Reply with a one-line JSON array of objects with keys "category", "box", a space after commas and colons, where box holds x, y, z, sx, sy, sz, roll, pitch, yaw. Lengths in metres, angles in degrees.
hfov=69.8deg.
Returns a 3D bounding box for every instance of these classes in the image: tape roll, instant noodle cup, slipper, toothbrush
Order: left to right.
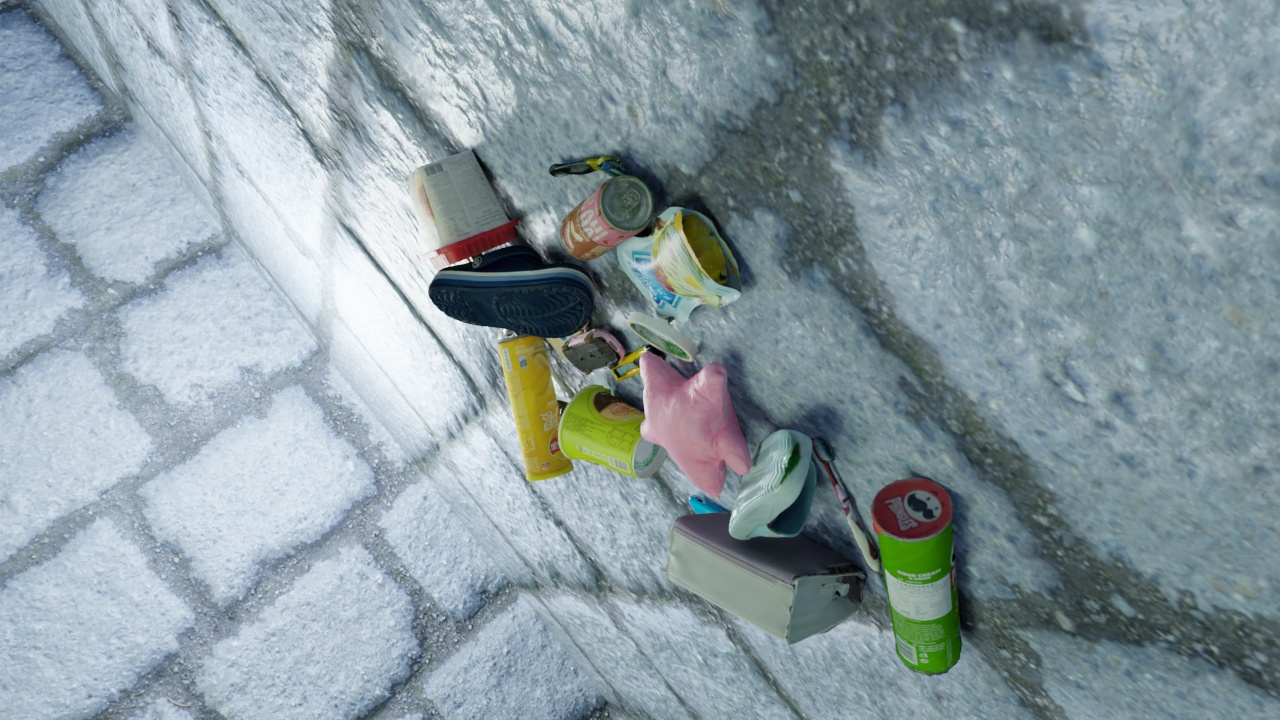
[{"category": "instant noodle cup", "box": [-0.234, -0.193, 1.167, 0.116, 0.116, 0.124, 1, 115, 61]}, {"category": "slipper", "box": [-0.158, -0.093, 1.175, 0.253, 0.095, 0.105, 2, 149, 31]}, {"category": "instant noodle cup", "box": [-0.029, 0.103, 1.244, 0.123, 0.111, 0.112, 21, 144, 35]}, {"category": "tape roll", "box": [0.024, -0.026, 1.017, 0.086, 0.014, 0.086, 30, 171, 5]}, {"category": "slipper", "box": [0.150, 0.134, 0.967, 0.074, 0.104, 0.246, 19, 162, 2]}, {"category": "toothbrush", "box": [0.222, 0.154, 0.970, 0.017, 0.016, 0.187, -1, 125, 49]}]

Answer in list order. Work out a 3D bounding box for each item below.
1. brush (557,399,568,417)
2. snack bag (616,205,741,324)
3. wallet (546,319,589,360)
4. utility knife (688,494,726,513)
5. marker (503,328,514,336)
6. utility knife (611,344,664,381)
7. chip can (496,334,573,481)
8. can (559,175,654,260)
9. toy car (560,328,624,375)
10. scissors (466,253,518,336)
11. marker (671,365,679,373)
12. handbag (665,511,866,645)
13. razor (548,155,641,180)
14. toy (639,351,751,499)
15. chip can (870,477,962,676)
[{"category": "brush", "box": [-0.099, 0.107, 1.393, 0.055, 0.073, 0.144, 14, -175, -40]}, {"category": "snack bag", "box": [0.032, -0.091, 0.922, 0.110, 0.038, 0.191, 48, 161, -9]}, {"category": "wallet", "box": [-0.111, -0.056, 1.245, 0.087, 0.024, 0.115, 45, 154, 8]}, {"category": "utility knife", "box": [0.149, 0.233, 1.215, 0.225, 0.018, 0.034, 23, 144, 45]}, {"category": "marker", "box": [-0.180, -0.079, 1.314, 0.017, 0.017, 0.146, 45, 147, 13]}, {"category": "utility knife", "box": [-0.007, 0.007, 1.159, 0.033, 0.015, 0.157, 55, 157, -4]}, {"category": "chip can", "box": [-0.156, 0.067, 1.349, 0.072, 0.072, 0.213, -6, 98, 63]}, {"category": "can", "box": [-0.036, -0.141, 0.925, 0.058, 0.057, 0.147, 54, 161, -8]}, {"category": "toy car", "box": [-0.061, -0.014, 1.192, 0.056, 0.037, 0.123, 48, 153, -15]}, {"category": "scissors", "box": [-0.210, -0.083, 1.401, 0.152, 0.021, 0.235, 49, 165, 23]}, {"category": "marker", "box": [0.072, 0.053, 1.086, 0.130, 0.018, 0.023, 45, 165, 12]}, {"category": "handbag", "box": [0.146, 0.250, 1.085, 0.197, 0.144, 0.098, 19, 109, 47]}, {"category": "razor", "box": [-0.052, -0.196, 0.935, 0.042, 0.022, 0.143, 23, 176, -37]}, {"category": "toy", "box": [0.056, 0.077, 1.039, 0.195, 0.074, 0.178, 6, 115, 56]}, {"category": "chip can", "box": [0.274, 0.217, 0.897, 0.072, 0.072, 0.236, 28, 148, 42]}]
